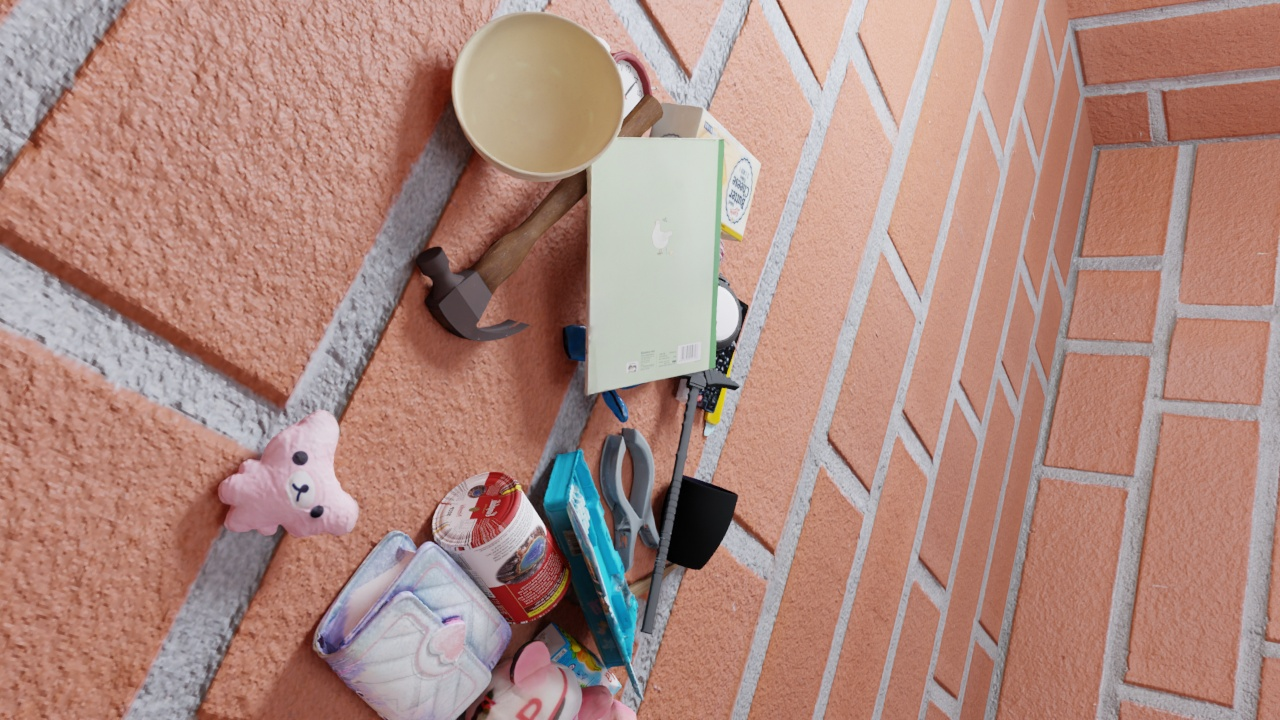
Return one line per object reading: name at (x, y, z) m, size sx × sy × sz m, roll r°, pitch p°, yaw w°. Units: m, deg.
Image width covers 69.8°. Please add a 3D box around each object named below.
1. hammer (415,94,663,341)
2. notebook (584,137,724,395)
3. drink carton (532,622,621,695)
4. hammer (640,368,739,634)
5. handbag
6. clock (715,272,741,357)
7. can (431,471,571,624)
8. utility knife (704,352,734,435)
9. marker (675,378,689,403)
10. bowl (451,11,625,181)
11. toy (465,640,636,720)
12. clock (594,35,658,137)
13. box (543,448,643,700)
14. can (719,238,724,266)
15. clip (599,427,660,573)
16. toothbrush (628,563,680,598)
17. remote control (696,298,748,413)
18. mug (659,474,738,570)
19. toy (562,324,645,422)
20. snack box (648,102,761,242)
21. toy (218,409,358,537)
hammer at (-0.080, -0.146, 0.871) m, size 0.322 × 0.033 × 0.115 m, roll -50°, pitch 132°, yaw -24°
notebook at (0.018, -0.100, 0.942) m, size 0.181 × 0.010 × 0.253 m, roll -10°, pitch 108°, yaw -39°
drink carton at (-0.067, 0.324, 0.974) m, size 0.038 × 0.044 × 0.129 m, roll -43°, pitch 133°, yaw -7°
hammer at (0.045, 0.150, 1.052) m, size 0.095 × 0.015 × 0.324 m, roll 20°, pitch 65°, yaw -14°
handbag at (-0.188, 0.239, 0.780) m, size 0.126 × 0.069 × 0.159 m, roll -56°, pitch 138°, yaw -32°
clock at (0.080, -0.061, 1.111) m, size 0.091 × 0.044 × 0.123 m, roll -8°, pitch 88°, yaw -31°
can at (-0.125, 0.172, 0.840) m, size 0.086 × 0.087 × 0.116 m, roll -55°, pitch 135°, yaw -35°
utility knife at (0.105, 0.020, 1.202) m, size 0.030 × 0.017 × 0.162 m, roll 17°, pitch 80°, yaw -36°
marker at (0.073, -0.012, 1.146) m, size 0.027 × 0.023 × 0.133 m, roll 126°, pitch -18°, yaw -72°
bowl at (-0.094, -0.225, 0.823) m, size 0.150 × 0.075 × 0.150 m, roll 2°, pitch 81°, yaw -13°
toy at (-0.097, 0.351, 0.892) m, size 0.142 × 0.084 × 0.213 m, roll -42°, pitch 140°, yaw 1°
clock at (-0.037, -0.274, 0.946) m, size 0.137 × 0.048 × 0.096 m, roll 17°, pitch 80°, yaw -55°
box at (-0.043, 0.228, 0.926) m, size 0.185 × 0.056 × 0.227 m, roll -102°, pitch 176°, yaw -65°
can at (0.048, -0.096, 1.057) m, size 0.114 × 0.063 × 0.063 m, roll -59°, pitch 138°, yaw -17°
clip at (-0.001, 0.153, 1.061) m, size 0.107 × 0.028 × 0.163 m, roll -20°, pitch 111°, yaw -50°
toothbrush at (0.023, 0.263, 1.117) m, size 0.166 × 0.016 × 0.016 m, roll -16°, pitch 105°, yaw -52°
remote control at (0.099, -0.009, 1.177) m, size 0.047 × 0.022 × 0.150 m, roll 27°, pitch 79°, yaw -48°
mug at (0.066, 0.198, 1.127) m, size 0.119 × 0.085 × 0.100 m, roll 36°, pitch 72°, yaw -82°
toy at (-0.006, 0.006, 1.007) m, size 0.176 × 0.071 × 0.113 m, roll -11°, pitch 92°, yaw -53°
snack box at (0.071, -0.209, 1.054) m, size 0.207 × 0.057 × 0.104 m, roll 13°, pitch 92°, yaw -64°
toy at (-0.261, 0.094, 0.677) m, size 0.095 × 0.053 × 0.099 m, roll -18°, pitch 106°, yaw -39°
